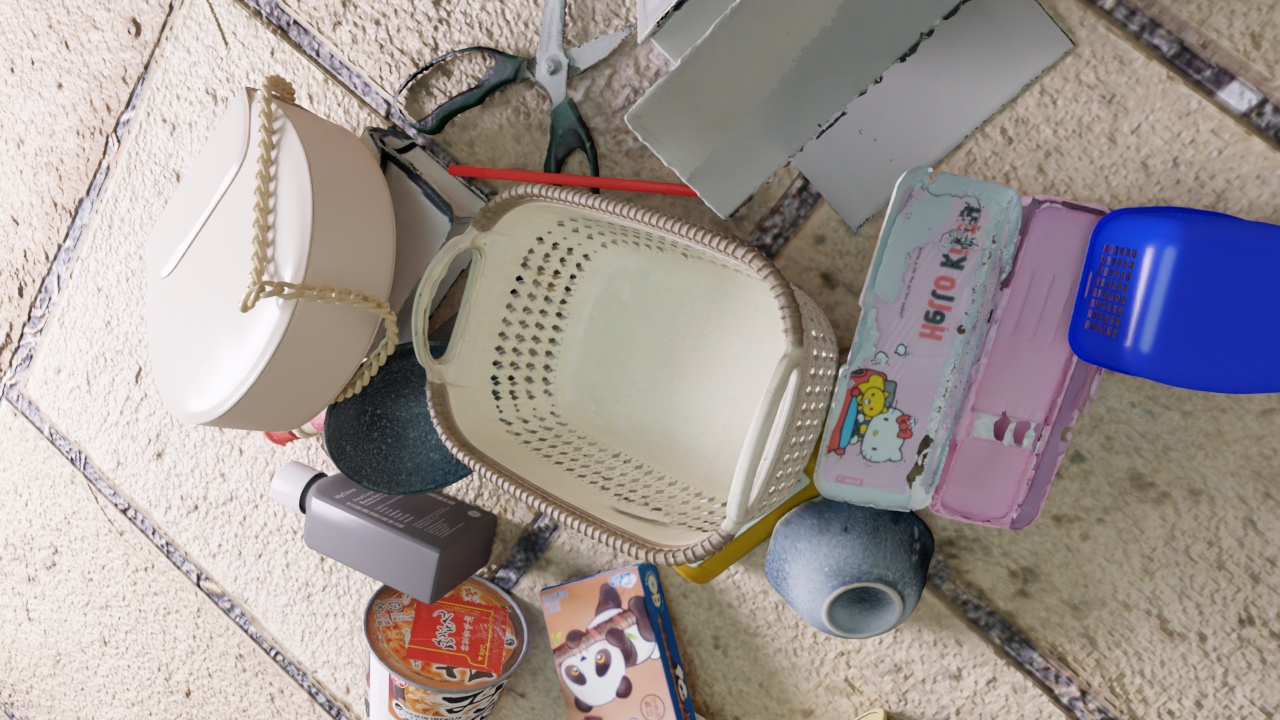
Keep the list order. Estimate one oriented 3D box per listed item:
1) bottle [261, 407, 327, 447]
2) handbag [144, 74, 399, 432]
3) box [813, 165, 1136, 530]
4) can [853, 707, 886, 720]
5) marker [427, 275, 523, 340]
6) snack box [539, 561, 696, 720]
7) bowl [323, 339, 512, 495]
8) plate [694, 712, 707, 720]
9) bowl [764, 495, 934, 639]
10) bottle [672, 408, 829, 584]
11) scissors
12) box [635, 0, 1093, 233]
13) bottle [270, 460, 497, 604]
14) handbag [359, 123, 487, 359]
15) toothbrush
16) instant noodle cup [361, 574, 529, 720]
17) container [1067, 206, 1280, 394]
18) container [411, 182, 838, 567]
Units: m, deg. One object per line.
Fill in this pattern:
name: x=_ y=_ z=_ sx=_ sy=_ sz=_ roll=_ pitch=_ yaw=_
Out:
bottle: x=-0.253 y=0.040 z=0.737 sx=0.109 sy=0.044 sz=0.044 roll=-12 pitch=96 yaw=22
handbag: x=-0.258 y=-0.062 z=0.611 sx=0.211 sy=0.103 sz=0.208 roll=-43 pitch=57 yaw=25
box: x=0.192 y=-0.002 z=0.539 sx=0.152 sy=0.038 sz=0.201 roll=12 pitch=105 yaw=-5
can: x=0.153 y=0.312 z=0.630 sx=0.116 sy=0.056 sz=0.092 roll=-43 pitch=85 yaw=22
marker: x=-0.138 y=-0.031 z=0.696 sx=0.139 sy=0.016 sz=0.022 roll=-34 pitch=56 yaw=23
snack box: x=-0.014 y=0.231 z=0.669 sx=0.087 sy=0.034 sz=0.151 roll=-20 pitch=77 yaw=23
bowl: x=-0.169 y=0.030 z=0.684 sx=0.137 sy=0.137 sz=0.057 roll=-61 pitch=37 yaw=19
plate: x=0.029 y=0.303 z=0.691 sx=0.104 sy=0.026 sz=0.104 roll=4 pitch=103 yaw=20
bowl: x=0.136 y=0.139 z=0.584 sx=0.110 sy=0.055 sz=0.110 roll=1 pitch=121 yaw=1
bottle: x=0.094 y=0.077 z=0.608 sx=0.186 sy=0.053 sz=0.053 roll=-42 pitch=84 yaw=22
scissors: x=-0.095 y=-0.179 z=0.651 sx=0.203 sy=0.015 sz=0.202 roll=11 pitch=105 yaw=20
box: x=0.171 y=-0.176 z=0.590 sx=0.168 sy=0.421 sz=0.173 roll=-41 pitch=48 yaw=22
bottle: x=-0.209 y=0.123 z=0.715 sx=0.174 sy=0.083 sz=0.046 roll=19 pitch=106 yaw=17
handbag: x=-0.217 y=-0.105 z=0.679 sx=0.176 sy=0.073 sz=0.151 roll=44 pitch=112 yaw=12
toothbrush: x=-0.032 y=-0.127 z=0.625 sx=0.213 sy=0.012 sz=0.018 roll=7 pitch=104 yaw=12
instant noodle cup: x=-0.160 y=0.248 z=0.709 sx=0.124 sy=0.123 sz=0.122 roll=26 pitch=117 yaw=14
container: x=0.300 y=-0.031 z=0.486 sx=0.114 sy=0.058 sz=0.096 roll=7 pitch=102 yaw=-5
container: x=-0.003 y=0.003 z=0.556 sx=0.246 sy=0.142 sz=0.185 roll=24 pitch=101 yaw=31
